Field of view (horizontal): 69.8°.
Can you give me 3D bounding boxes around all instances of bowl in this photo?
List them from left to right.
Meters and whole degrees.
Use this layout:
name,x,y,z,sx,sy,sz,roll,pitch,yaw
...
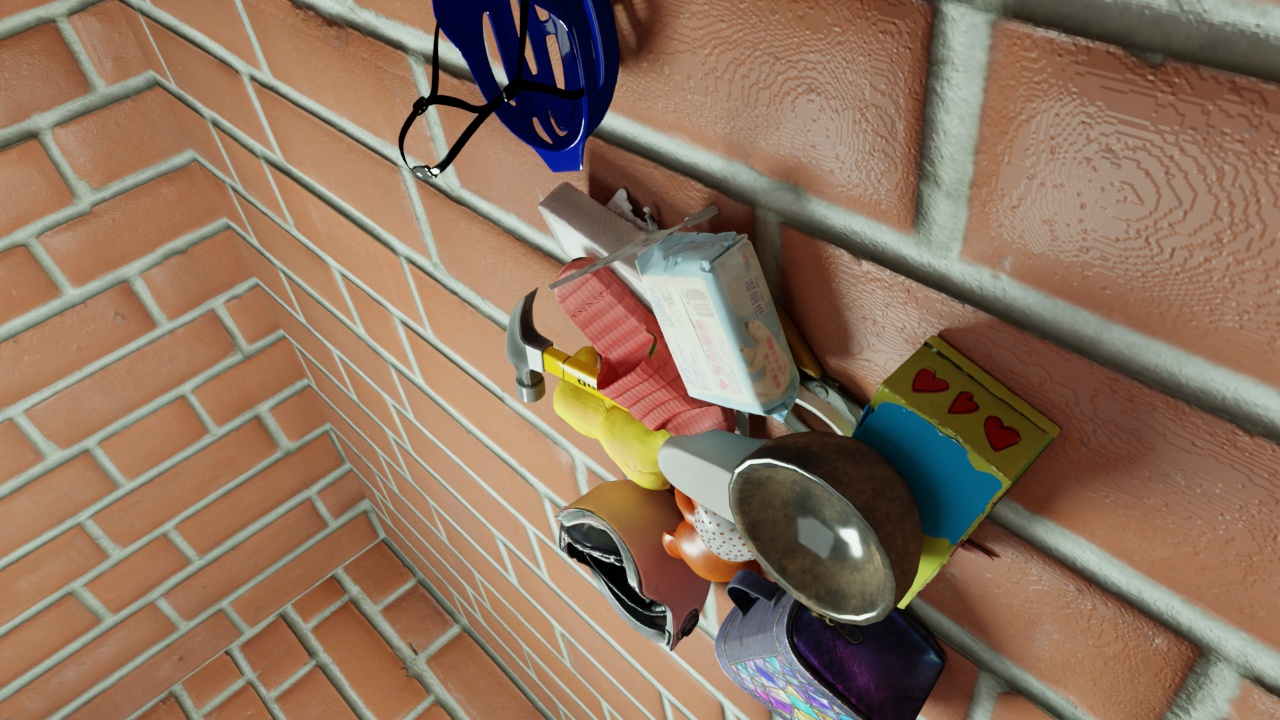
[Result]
name,x,y,z,sx,sy,sz,roll,pitch,yaw
bowl,0.153,0.125,0.734,0.162,0.070,0.162,34,143,30

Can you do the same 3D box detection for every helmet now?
name,x,y,z,sx,sy,sz,roll,pitch,yaw
helmet,-0.120,-0.255,0.755,0.148,0.227,0.242,8,130,44
helmet,0.004,0.264,1.246,0.230,0.152,0.256,26,144,41

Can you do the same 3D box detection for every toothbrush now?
name,x,y,z,sx,sy,sz,roll,pitch,yaw
toothbrush,-0.005,-0.098,0.800,0.010,0.181,0.010,64,156,-5
toothbrush,0.245,0.143,0.860,0.184,0.015,0.015,28,143,41

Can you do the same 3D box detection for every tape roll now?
name,x,y,z,sx,sy,sz,roll,pitch,yaw
tape roll,0.164,0.058,0.869,0.093,0.013,0.093,36,163,13

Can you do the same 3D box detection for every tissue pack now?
name,x,y,z,sx,sy,sz,roll,pitch,yaw
tissue pack,-0.016,-0.115,0.945,0.181,0.071,0.104,41,166,29
tissue pack,0.074,-0.032,0.837,0.112,0.069,0.182,11,131,53

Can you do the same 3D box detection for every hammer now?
name,x,y,z,sx,sy,sz,roll,pitch,yaw
hammer,-0.029,0.031,1.050,0.325,0.033,0.170,25,137,27

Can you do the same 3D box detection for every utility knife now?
name,x,y,z,sx,sy,sz,roll,pitch,yaw
utility knife,0.118,0.125,1.044,0.030,0.019,0.219,30,150,31

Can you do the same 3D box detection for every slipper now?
name,x,y,z,sx,sy,sz,roll,pitch,yaw
slipper,-0.006,0.006,0.941,0.249,0.058,0.104,48,135,-5
slipper,0.149,0.132,0.915,0.266,0.080,0.113,26,154,14

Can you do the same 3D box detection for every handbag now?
name,x,y,z,sx,sy,sz,roll,pitch,yaw
handbag,0.186,0.311,1.002,0.222,0.125,0.205,40,153,2

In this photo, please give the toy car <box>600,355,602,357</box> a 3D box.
name,x,y,z,sx,sy,sz,roll,pitch,yaw
toy car,-0.019,-0.011,1.072,0.049,0.051,0.100,10,130,52

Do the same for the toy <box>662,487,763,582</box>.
name,x,y,z,sx,sy,sz,roll,pitch,yaw
toy,0.103,0.193,1.048,0.164,0.092,0.173,25,142,2

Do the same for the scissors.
name,x,y,z,sx,sy,sz,roll,pitch,yaw
scissors,0.159,0.010,0.844,0.228,0.016,0.134,35,147,31

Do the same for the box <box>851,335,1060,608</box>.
name,x,y,z,sx,sy,sz,roll,pitch,yaw
box,0.228,0.097,0.753,0.124,0.081,0.221,39,144,23

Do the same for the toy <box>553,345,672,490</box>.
name,x,y,z,sx,sy,sz,roll,pitch,yaw
toy,-0.031,0.075,1.157,0.194,0.087,0.135,41,147,26
